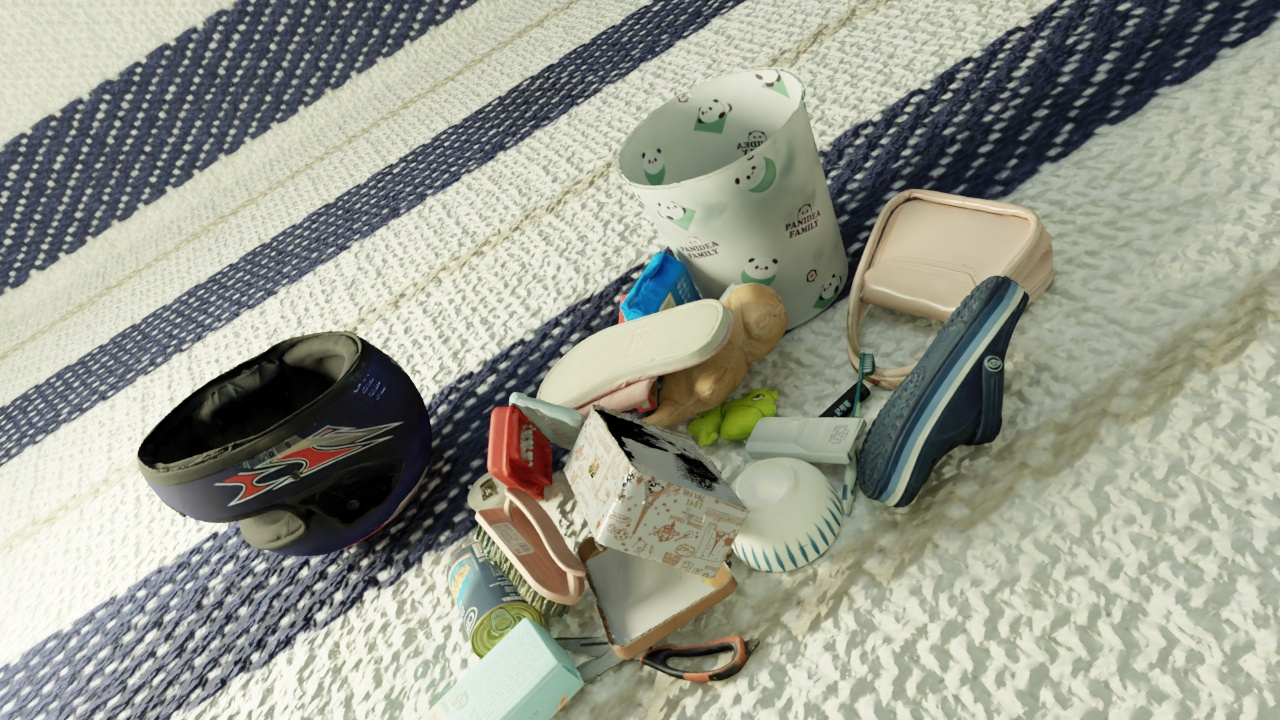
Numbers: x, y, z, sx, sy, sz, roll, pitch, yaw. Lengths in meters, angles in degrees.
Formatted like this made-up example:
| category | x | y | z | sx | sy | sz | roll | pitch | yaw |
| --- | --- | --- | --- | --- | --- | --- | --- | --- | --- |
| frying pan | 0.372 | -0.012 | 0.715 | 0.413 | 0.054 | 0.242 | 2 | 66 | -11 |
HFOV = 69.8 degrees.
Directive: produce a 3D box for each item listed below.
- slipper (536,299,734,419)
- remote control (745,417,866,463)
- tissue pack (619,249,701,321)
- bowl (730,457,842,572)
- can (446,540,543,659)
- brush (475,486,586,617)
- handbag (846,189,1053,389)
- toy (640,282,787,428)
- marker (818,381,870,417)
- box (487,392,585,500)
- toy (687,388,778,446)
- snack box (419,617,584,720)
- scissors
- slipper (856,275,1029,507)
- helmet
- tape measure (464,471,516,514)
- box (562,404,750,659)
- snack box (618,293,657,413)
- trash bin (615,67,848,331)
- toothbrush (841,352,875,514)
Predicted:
| category | x | y | z | sx | sy | sz | roll | pitch | yaw |
| --- | --- | --- | --- | --- | --- | --- | --- | --- | --- |
| slipper | -0.006 | 0.006 | 1.019 | 0.275 | 0.054 | 0.113 | -22 | 37 | 35 |
| remote control | 0.165 | 0.079 | 0.931 | 0.125 | 0.024 | 0.048 | -2 | 45 | 41 |
| tissue pack | 0.032 | -0.050 | 1.105 | 0.052 | 0.157 | 0.094 | 12 | 57 | 35 |
| bowl | 0.130 | 0.138 | 0.887 | 0.117 | 0.066 | 0.116 | -19 | 38 | 15 |
| can | -0.154 | 0.247 | 0.955 | 0.075 | 0.075 | 0.111 | -35 | 36 | -5 |
| brush | -0.106 | 0.193 | 0.924 | 0.145 | 0.063 | 0.073 | 40 | 115 | 40 |
| handbag | 0.315 | -0.070 | 1.001 | 0.193 | 0.093 | 0.233 | 20 | 68 | 47 |
| toy | 0.075 | 0.007 | 1.031 | 0.226 | 0.082 | 0.143 | -48 | 2 | 3 |
| marker | 0.189 | 0.070 | 0.966 | 0.132 | 0.020 | 0.022 | -40 | 21 | -10 |
| box | -0.095 | 0.098 | 1.007 | 0.101 | 0.201 | 0.095 | 0 | 74 | 6 |
| toy | 0.105 | 0.064 | 1.021 | 0.100 | 0.031 | 0.096 | 3 | 42 | 46 |
| snack box | -0.141 | 0.331 | 0.859 | 0.174 | 0.051 | 0.074 | -44 | 38 | -8 |
| scissors | 0.010 | 0.264 | 0.871 | 0.225 | 0.015 | 0.189 | -44 | 38 | -15 |
| slipper | 0.297 | 0.037 | 0.871 | 0.095 | 0.105 | 0.252 | 33 | 81 | 6 |
| helmet | -0.412 | 0.124 | 1.137 | 0.314 | 0.241 | 0.247 | -32 | 36 | -20 |
| tape measure | -0.174 | 0.163 | 1.105 | 0.065 | 0.033 | 0.066 | -36 | 36 | -3 |
| box | -0.004 | 0.171 | 0.896 | 0.185 | 0.154 | 0.182 | -63 | 21 | 10 |
| snack box | -0.003 | -0.013 | 1.152 | 0.025 | 0.075 | 0.152 | -17 | 38 | 16 |
| trash bin | 0.126 | -0.181 | 1.107 | 0.230 | 0.252 | 0.229 | -19 | 38 | 16 |
| toothbrush | 0.221 | 0.069 | 0.927 | 0.018 | 0.016 | 0.191 | -6 | 51 | 30 |
